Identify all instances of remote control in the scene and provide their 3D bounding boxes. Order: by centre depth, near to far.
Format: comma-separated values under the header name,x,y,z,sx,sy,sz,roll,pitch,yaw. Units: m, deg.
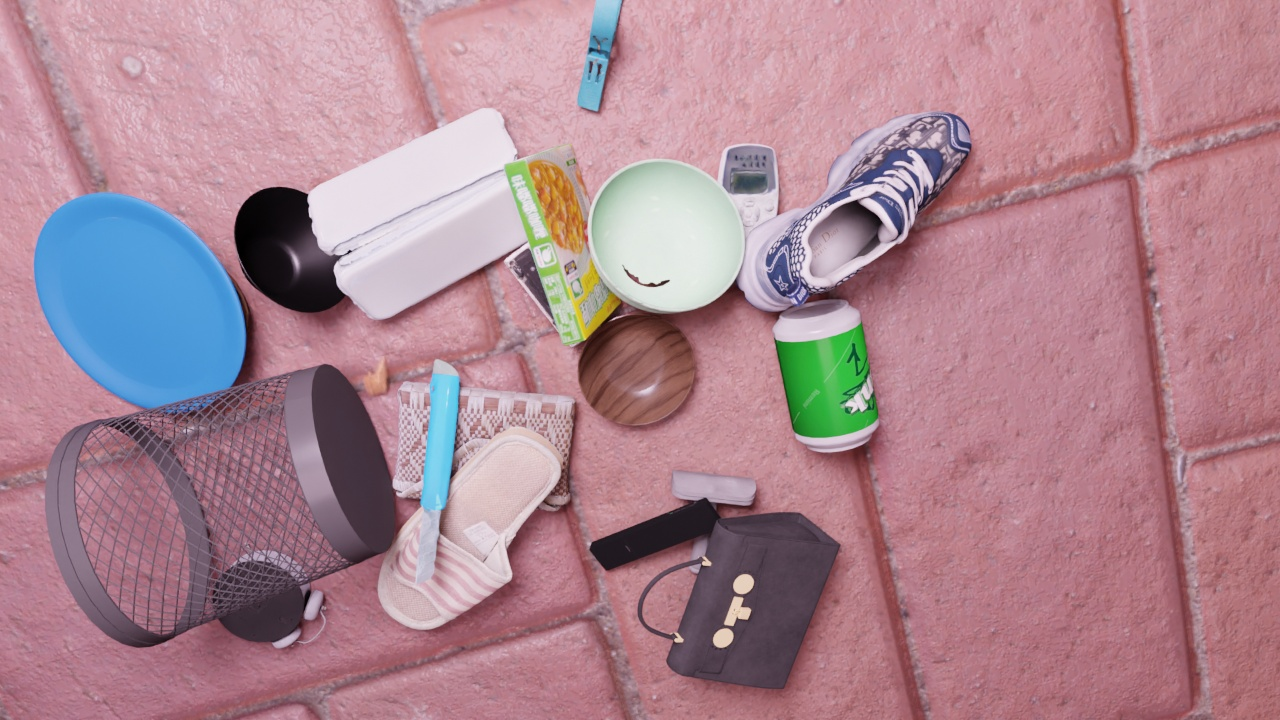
name,x,y,z,sx,sy,sz,roll,pitch,yaw
remote control,0.105,-0.156,0.909,0.060,0.028,0.114,1,104,-4
remote control,0.015,0.185,0.971,0.150,0.013,0.034,-26,112,25

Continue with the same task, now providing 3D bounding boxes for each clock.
name,x,y,z,sx,sy,sz,roll,pitch,yaw
clock,-0.396,0.258,0.987,0.122,0.035,0.094,40,99,-12

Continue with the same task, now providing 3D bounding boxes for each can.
name,x,y,z,sx,sy,sz,roll,pitch,yaw
can,0.187,0.015,0.925,0.088,0.087,0.140,-14,104,1

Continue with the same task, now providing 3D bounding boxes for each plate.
name,x,y,z,sx,sy,sz,roll,pitch,yaw
plate,-0.479,-0.054,0.888,0.224,0.024,0.225,5,116,11

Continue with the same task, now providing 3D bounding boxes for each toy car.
name,x,y,z,sx,sy,sz,roll,pitch,yaw
toy car,-0.087,-0.068,0.916,0.039,0.039,0.113,-36,108,5

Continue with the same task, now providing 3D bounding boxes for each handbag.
name,x,y,z,sx,sy,sz,roll,pitch,yaw
handbag,0.083,0.245,0.947,0.195,0.072,0.176,10,105,-32
handbag,-0.161,0.091,0.950,0.186,0.047,0.124,5,103,-4

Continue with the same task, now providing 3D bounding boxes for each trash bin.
name,x,y,z,sx,sy,sz,roll,pitch,yaw
trash bin,-0.376,0.127,0.865,0.227,0.217,0.218,-18,104,-1

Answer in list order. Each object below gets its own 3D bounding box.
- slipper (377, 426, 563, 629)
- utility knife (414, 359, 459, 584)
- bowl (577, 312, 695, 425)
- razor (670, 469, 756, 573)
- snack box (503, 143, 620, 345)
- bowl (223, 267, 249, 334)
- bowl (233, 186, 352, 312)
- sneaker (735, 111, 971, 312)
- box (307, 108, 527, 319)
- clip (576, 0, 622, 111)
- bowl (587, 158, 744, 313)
name,x,y,z,sx,sy,sz,roll,pitch,yaw
slipper,-0.174,0.181,0.931,0.115,0.052,0.263,35,107,-14
utility knife,-0.201,0.108,0.900,0.031,0.015,0.220,5,76,-3
bowl,-0.005,0.005,0.939,0.119,0.032,0.119,-2,108,-6
razor,0.070,0.177,0.987,0.088,0.047,0.116,7,111,-4
snack box,-0.068,-0.113,0.859,0.027,0.131,0.168,-13,105,17
bowl,-0.431,-0.061,0.905,0.114,0.026,0.102,43,115,-8
bowl,-0.342,-0.098,0.877,0.053,0.123,0.124,-18,107,36
sneaker,0.217,-0.139,0.852,0.269,0.132,0.103,-38,106,-6
box,-0.199,-0.139,0.891,0.210,0.105,0.129,-24,60,1
clip,-0.034,-0.311,0.855,0.033,0.122,0.120,10,67,-7
bowl,0.018,-0.109,0.880,0.150,0.077,0.150,3,77,-13
